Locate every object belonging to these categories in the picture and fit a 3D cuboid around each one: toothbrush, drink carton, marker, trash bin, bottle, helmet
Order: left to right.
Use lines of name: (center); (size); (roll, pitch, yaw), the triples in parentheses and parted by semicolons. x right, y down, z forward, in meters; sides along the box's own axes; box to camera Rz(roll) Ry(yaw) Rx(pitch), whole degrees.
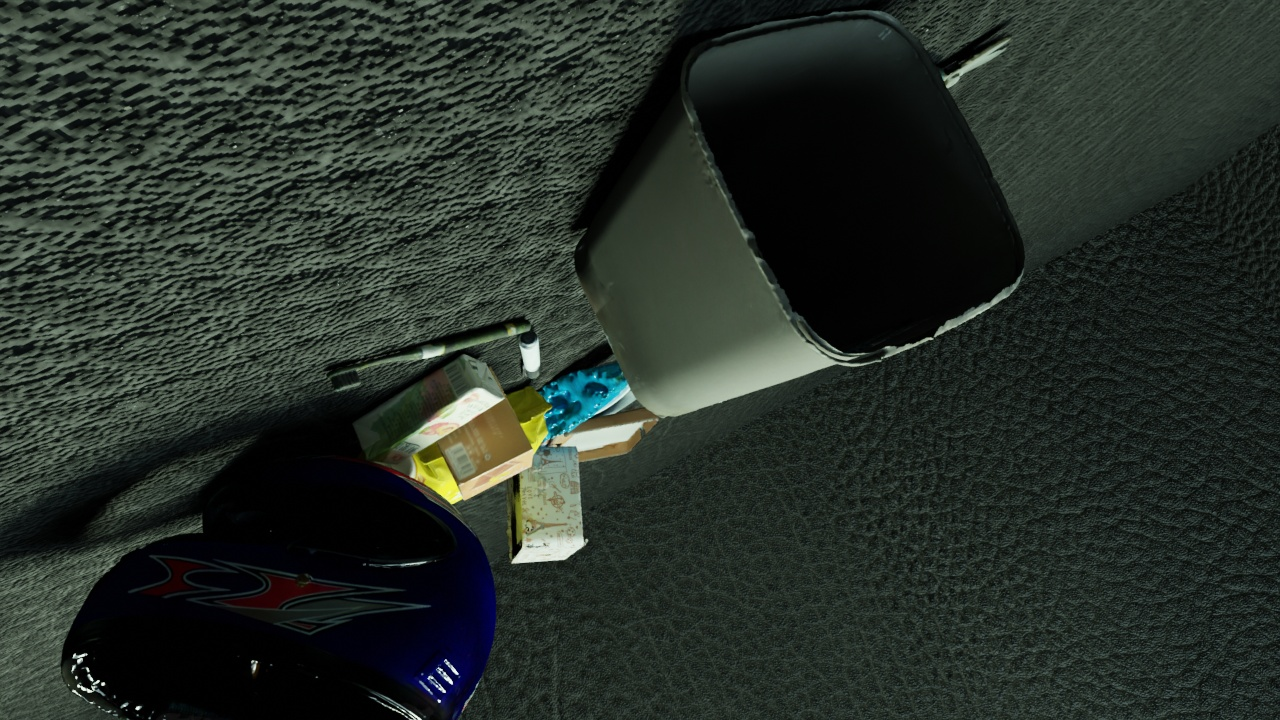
helmet: (-0.280, 0.199, 0.787); (0.315, 0.239, 0.248); (22, 128, -17)
bottle: (-0.272, 0.126, 0.936); (0.063, 0.063, 0.109); (-18, 164, -44)
drink carton: (-0.188, 0.043, 0.811); (0.122, 0.045, 0.053); (-31, 163, 8)
toothbrush: (-0.160, -0.007, 0.728); (0.185, 0.017, 0.012); (-19, 169, -42)
marker: (-0.106, -0.004, 0.875); (0.022, 0.018, 0.131); (-17, 168, -8)
trash bin: (0.081, -0.073, 0.599); (0.198, 0.198, 0.220); (-22, 173, -32)

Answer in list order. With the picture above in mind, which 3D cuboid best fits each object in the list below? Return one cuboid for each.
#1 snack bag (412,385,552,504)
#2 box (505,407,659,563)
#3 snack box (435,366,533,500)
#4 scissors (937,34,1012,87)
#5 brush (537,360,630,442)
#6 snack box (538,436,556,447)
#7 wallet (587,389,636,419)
snack bag: (-0.206, 0.118, 1.053); (0.157, 0.068, 0.247); (-22, 168, -31)
box: (-0.079, 0.176, 1.209); (0.217, 0.157, 0.181); (-10, 163, -19)
snack box: (-0.159, 0.072, 0.890); (0.077, 0.092, 0.094); (-26, 168, -14)
scissors: (0.214, -0.211, 0.717); (0.179, 0.019, 0.161); (-31, 168, 21)
brush: (-0.006, 0.006, 1.043); (0.315, 0.060, 0.109); (-31, 176, 35)
snack box: (-0.139, 0.103, 1.244); (0.086, 0.033, 0.141); (-19, 164, -41)
wallet: (-0.052, 0.064, 1.321); (0.097, 0.019, 0.120); (-33, 167, 14)
